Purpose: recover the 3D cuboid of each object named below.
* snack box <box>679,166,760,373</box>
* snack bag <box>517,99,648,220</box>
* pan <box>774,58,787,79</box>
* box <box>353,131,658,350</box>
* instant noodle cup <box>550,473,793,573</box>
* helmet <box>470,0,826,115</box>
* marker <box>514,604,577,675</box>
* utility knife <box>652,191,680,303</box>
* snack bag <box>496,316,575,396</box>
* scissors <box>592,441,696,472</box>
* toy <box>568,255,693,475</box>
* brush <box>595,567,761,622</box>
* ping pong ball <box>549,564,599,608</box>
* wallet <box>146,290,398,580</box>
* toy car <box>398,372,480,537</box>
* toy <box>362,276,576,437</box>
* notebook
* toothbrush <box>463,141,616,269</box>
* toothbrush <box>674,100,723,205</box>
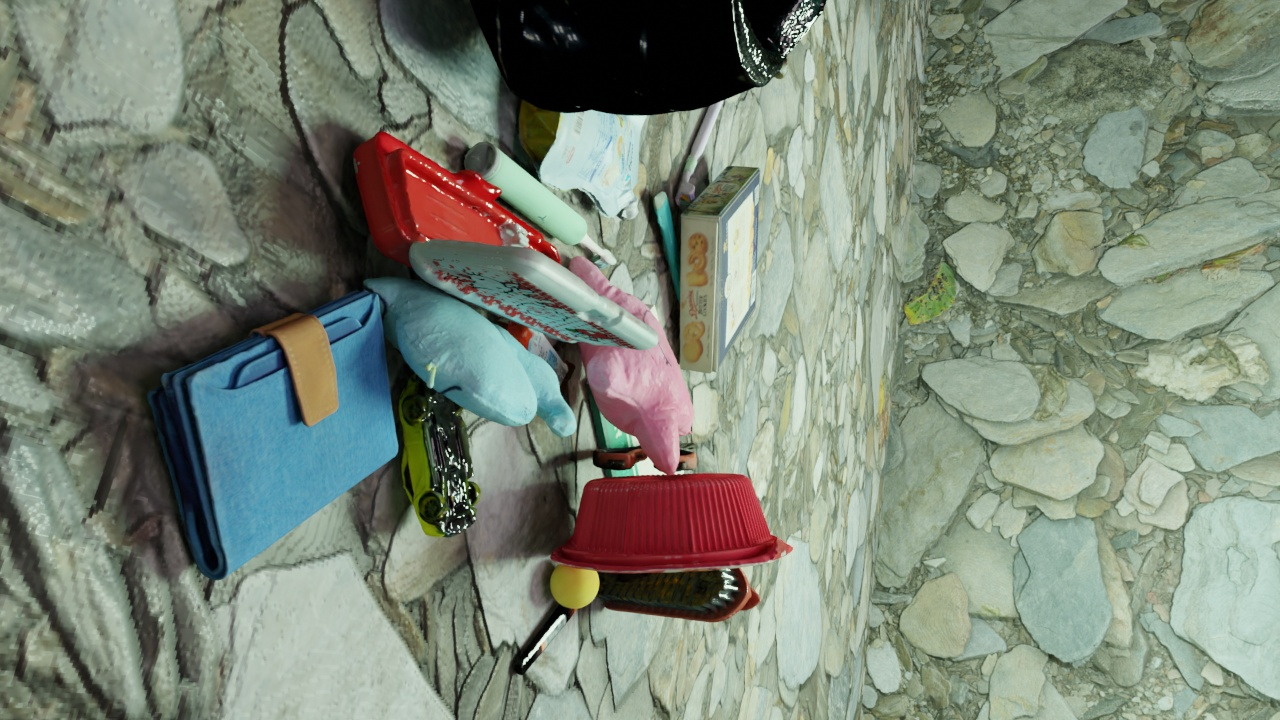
[{"bbox_3d":[0.091,-0.105,1.026,0.182,0.046,0.178,-51,145,-56],"label":"snack box"},{"bbox_3d":[-0.037,-0.180,0.747,0.190,0.039,0.110,7,81,-69],"label":"snack bag"},{"bbox_3d":[0.044,-0.400,0.741,0.197,0.078,0.357,-75,151,-74],"label":"pan"},{"bbox_3d":[-0.079,-0.056,0.565,0.074,0.154,0.201,-51,157,5],"label":"box"},{"bbox_3d":[0.024,0.125,0.735,0.193,0.194,0.066,10,78,-67],"label":"instant noodle cup"},{"bbox_3d":[-0.004,-0.286,0.575,0.233,0.230,0.274,42,30,-70],"label":"helmet"},{"bbox_3d":[-0.069,0.214,0.754,0.123,0.015,0.018,-44,137,-55],"label":"marker"},{"bbox_3d":[0.034,-0.106,0.957,0.180,0.013,0.029,73,32,-46],"label":"utility knife"},{"bbox_3d":[-0.079,-0.001,0.685,0.048,0.026,0.104,-70,153,-21],"label":"snack bag"},{"bbox_3d":[0.028,0.086,0.852,0.206,0.192,0.015,2,90,-37],"label":"scissors"},{"bbox_3d":[-0.005,0.004,0.765,0.178,0.075,0.194,52,15,-39],"label":"toy"},{"bbox_3d":[0.035,0.202,0.829,0.069,0.146,0.063,38,58,-47],"label":"brush"},{"bbox_3d":[-0.054,0.182,0.750,0.040,0.040,0.040,4,90,-67],"label":"ping pong ball"},{"bbox_3d":[-0.172,0.030,0.457,0.132,0.040,0.106,-43,136,-60],"label":"wallet"},{"bbox_3d":[-0.129,0.057,0.569,0.048,0.032,0.105,-6,86,-69],"label":"toy car"},{"bbox_3d":[-0.099,0.001,0.558,0.161,0.050,0.156,41,5,-14],"label":"toy"},{"bbox_3d":[-0.001,0.070,0.900,0.150,0.012,0.209,-54,141,-50],"label":"notebook"},{"bbox_3d":[-0.066,-0.110,0.703,0.224,0.027,0.026,29,37,-65],"label":"toothbrush"},{"bbox_3d":[0.070,-0.242,1.017,0.021,0.029,0.188,34,52,-20],"label":"toothbrush"}]
